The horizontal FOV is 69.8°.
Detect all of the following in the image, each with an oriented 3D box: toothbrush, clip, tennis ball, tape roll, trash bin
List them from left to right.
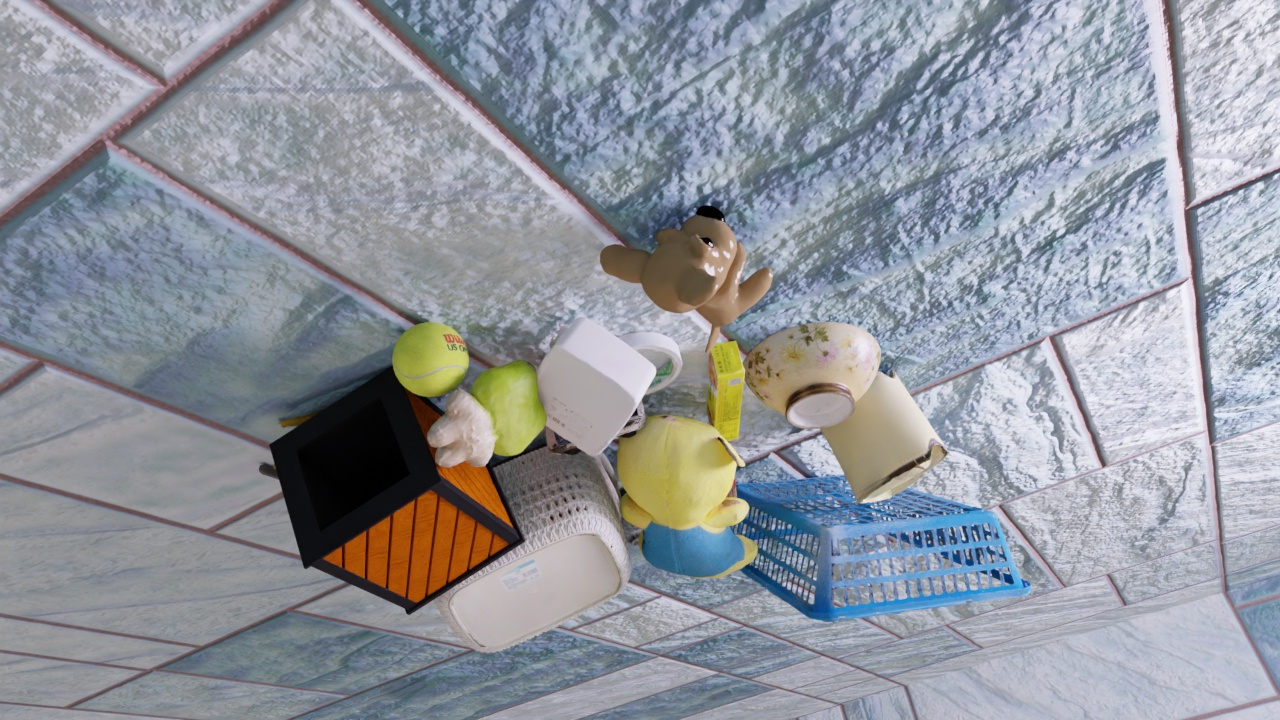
[{"bbox_3d":[-0.325,0.072,0.908,0.054,0.047,0.046,-16,123,3],"label":"clip"},{"bbox_3d":[-0.352,0.143,1.021,0.013,0.012,0.167,-19,148,26],"label":"toothbrush"},{"bbox_3d":[-0.231,0.130,0.888,0.140,0.139,0.172,-33,146,1],"label":"trash bin"},{"bbox_3d":[-0.183,-0.001,0.801,0.065,0.065,0.065,-9,148,-6],"label":"tennis ball"},{"bbox_3d":[-0.005,0.005,0.916,0.094,0.018,0.094,-9,147,-6],"label":"tape roll"}]

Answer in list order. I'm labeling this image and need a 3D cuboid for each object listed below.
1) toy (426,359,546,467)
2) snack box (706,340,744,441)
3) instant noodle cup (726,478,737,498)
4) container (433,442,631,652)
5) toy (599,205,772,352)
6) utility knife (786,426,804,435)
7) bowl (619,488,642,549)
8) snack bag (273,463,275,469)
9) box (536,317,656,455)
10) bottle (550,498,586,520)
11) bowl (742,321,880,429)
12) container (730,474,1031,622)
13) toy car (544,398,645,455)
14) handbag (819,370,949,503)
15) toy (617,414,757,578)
[{"bbox_3d":[-0.135,0.053,0.807,0.117,0.043,0.092,-32,131,-31],"label":"toy"},{"bbox_3d":[0.089,0.036,0.974,0.029,0.040,0.148,-10,148,-3],"label":"snack box"},{"bbox_3d":[0.055,0.150,1.099,0.112,0.100,0.100,-10,149,10],"label":"instant noodle cup"},{"bbox_3d":[-0.129,0.212,1.036,0.251,0.143,0.185,-25,126,-3],"label":"container"},{"bbox_3d":[0.050,-0.069,0.753,0.108,0.134,0.106,26,89,-44],"label":"toy"},{"bbox_3d":[0.210,0.042,1.047,0.031,0.015,0.175,4,143,-19],"label":"utility knife"},{"bbox_3d":[0.007,0.211,1.204,0.114,0.060,0.114,-10,148,-6],"label":"bowl"},{"bbox_3d":[-0.352,0.121,0.975,0.020,0.026,0.099,-20,146,14],"label":"snack bag"},{"bbox_3d":[-0.045,0.012,0.869,0.102,0.095,0.108,35,133,-1],"label":"box"},{"bbox_3d":[-0.077,0.242,1.217,0.068,0.067,0.157,-13,148,1],"label":"bottle"},{"bbox_3d":[0.183,0.027,0.955,0.145,0.063,0.145,-3,144,-3],"label":"bowl"},{"bbox_3d":[0.250,0.206,1.106,0.257,0.089,0.362,-3,-178,-14],"label":"container"},{"bbox_3d":[-0.050,0.064,0.963,0.113,0.048,0.040,-19,149,11],"label":"toy car"},{"bbox_3d":[0.271,0.088,1.031,0.081,0.119,0.111,1,144,-41],"label":"handbag"},{"bbox_3d":[0.047,0.151,1.003,0.149,0.083,0.214,0,123,14],"label":"toy"}]
